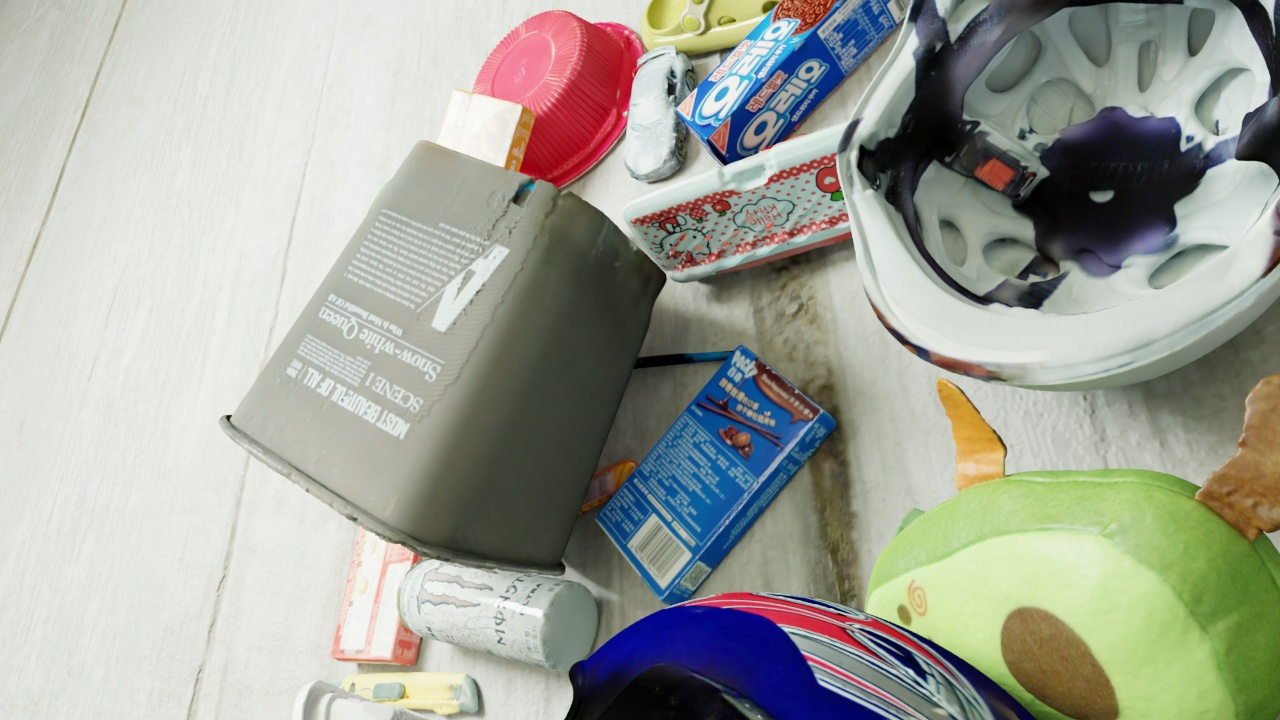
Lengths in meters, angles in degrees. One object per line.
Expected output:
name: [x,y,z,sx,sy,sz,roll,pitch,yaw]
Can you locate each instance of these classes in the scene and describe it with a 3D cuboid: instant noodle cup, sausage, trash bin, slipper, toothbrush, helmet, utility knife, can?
instant noodle cup: [-0.090,-0.249,0.847,0.194,0.066,0.193,-18,58,31]
sausage: [-0.063,0.110,0.667,0.165,0.021,0.021,-29,53,22]
trash bin: [-0.110,-0.002,0.597,0.199,0.198,0.219,24,86,27]
slipper: [0.068,-0.308,0.748,0.191,0.081,0.091,-6,66,38]
toothbrush: [-0.004,0.004,0.684,0.190,0.014,0.016,-4,66,35]
helmet: [0.043,0.219,0.386,0.316,0.247,0.239,3,47,44]
utility knife: [-0.194,0.255,0.700,0.196,0.020,0.030,-17,52,35]
instant noodle cup: [-0.169,0.299,0.586,0.060,0.138,0.173,-12,59,7]
can: [-0.102,0.174,0.638,0.147,0.058,0.058,0,67,37]
helmet: [0.231,-0.094,0.468,0.229,0.145,0.258,3,76,40]

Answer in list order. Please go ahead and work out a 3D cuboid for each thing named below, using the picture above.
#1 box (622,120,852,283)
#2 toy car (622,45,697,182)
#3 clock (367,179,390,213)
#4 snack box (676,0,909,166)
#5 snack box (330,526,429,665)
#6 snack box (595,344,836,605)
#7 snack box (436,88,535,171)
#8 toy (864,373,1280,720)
box: [0.091,-0.122,0.618,0.202,0.101,0.095,-15,60,30]
toy car: [0.014,-0.206,0.766,0.054,0.036,0.120,-8,66,34]
clock: [-0.198,-0.137,0.875,0.162,0.056,0.116,-23,56,26]
snack box: [0.122,-0.232,0.682,0.208,0.057,0.058,-44,45,11]
snack box: [-0.200,0.165,0.740,0.075,0.025,0.152,-11,61,34]
snack box: [0.046,0.074,0.600,0.157,0.026,0.084,-50,48,5]
snack box: [-0.148,-0.151,0.792,0.075,0.026,0.154,19,94,23]
toy: [0.190,0.107,0.395,0.247,0.089,0.227,-31,79,57]
